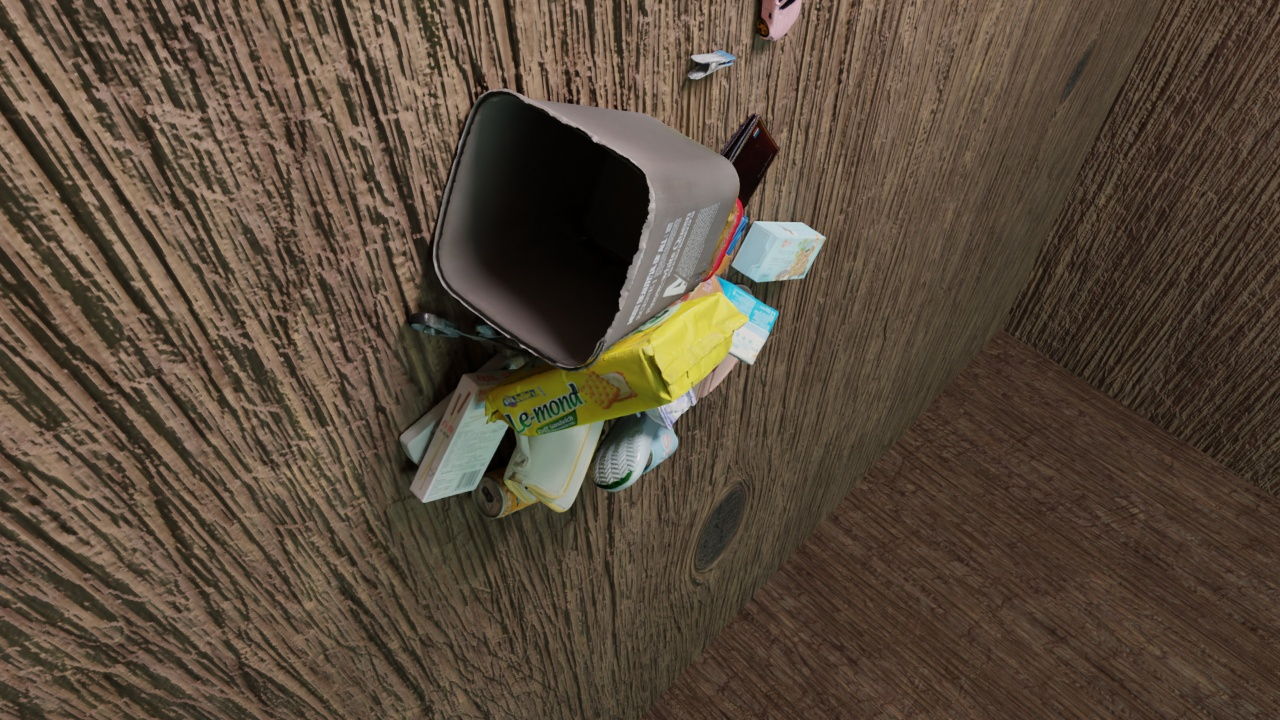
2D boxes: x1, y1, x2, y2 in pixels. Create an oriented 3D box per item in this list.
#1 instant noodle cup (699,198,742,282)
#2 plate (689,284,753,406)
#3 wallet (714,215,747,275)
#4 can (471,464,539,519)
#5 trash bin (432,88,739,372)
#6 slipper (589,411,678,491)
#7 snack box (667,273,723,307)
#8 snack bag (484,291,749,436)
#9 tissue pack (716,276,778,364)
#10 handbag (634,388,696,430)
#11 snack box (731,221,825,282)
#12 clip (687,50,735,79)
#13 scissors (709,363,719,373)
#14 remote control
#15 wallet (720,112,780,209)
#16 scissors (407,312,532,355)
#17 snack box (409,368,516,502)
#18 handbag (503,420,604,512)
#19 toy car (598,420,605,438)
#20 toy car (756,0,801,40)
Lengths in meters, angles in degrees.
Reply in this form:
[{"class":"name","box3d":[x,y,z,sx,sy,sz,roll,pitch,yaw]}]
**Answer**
[{"class":"instant noodle cup","box3d":[0.029,-0.154,1.014,0.123,0.116,0.116,-6,130,-43]},{"class":"plate","box3d":[0.107,-0.015,1.424,0.229,0.028,0.230,-39,153,-25]},{"class":"wallet","box3d":[0.098,-0.136,1.205,0.133,0.040,0.106,-58,179,12]},{"class":"can","box3d":[-0.145,0.155,1.176,0.145,0.058,0.058,-17,138,-52]},{"class":"trash bin","box3d":[-0.034,-0.129,0.842,0.219,0.199,0.199,-25,144,-55]},{"class":"slipper","box3d":[0.004,0.108,1.258,0.104,0.074,0.244,-34,-167,30]},{"class":"snack box","box3d":[0.033,-0.084,1.122,0.094,0.093,0.077,-50,155,-4]},{"class":"snack bag","box3d":[-0.029,0.009,0.911,0.157,0.247,0.068,-37,108,-51]},{"class":"tissue pack","box3d":[0.126,-0.059,1.307,0.140,0.063,0.090,25,92,-36]},{"class":"handbag","box3d":[-0.007,0.007,1.126,0.075,0.134,0.194,-44,154,-9]},{"class":"snack box","box3d":[0.209,-0.163,1.371,0.174,0.051,0.074,-12,135,-55]},{"class":"clip","box3d":[0.074,-0.314,0.970,0.056,0.024,0.029,-28,143,-34]},{"class":"scissors","box3d":[0.118,-0.040,1.362,0.105,0.017,0.136,6,114,-55]},{"class":"remote control","box3d":[-0.194,0.054,1.000,0.149,0.021,0.058,-42,154,-19]},{"class":"wallet","box3d":[0.135,-0.251,1.168,0.096,0.020,0.122,-55,158,5]},{"class":"scissors","box3d":[-0.158,-0.025,0.905,0.173,0.160,0.014,10,79,-33]},{"class":"snack box","box3d":[-0.184,0.081,0.992,0.084,0.027,0.157,-6,130,-57]},{"class":"handbag","box3d":[-0.107,0.081,1.083,0.179,0.063,0.163,57,48,-59]},{"class":"toy car","box3d":[-0.084,0.107,1.240,0.035,0.042,0.090,14,110,-51]},{"class":"toy car","box3d":[0.155,-0.398,0.984,0.056,0.037,0.122,-41,154,-20]}]
